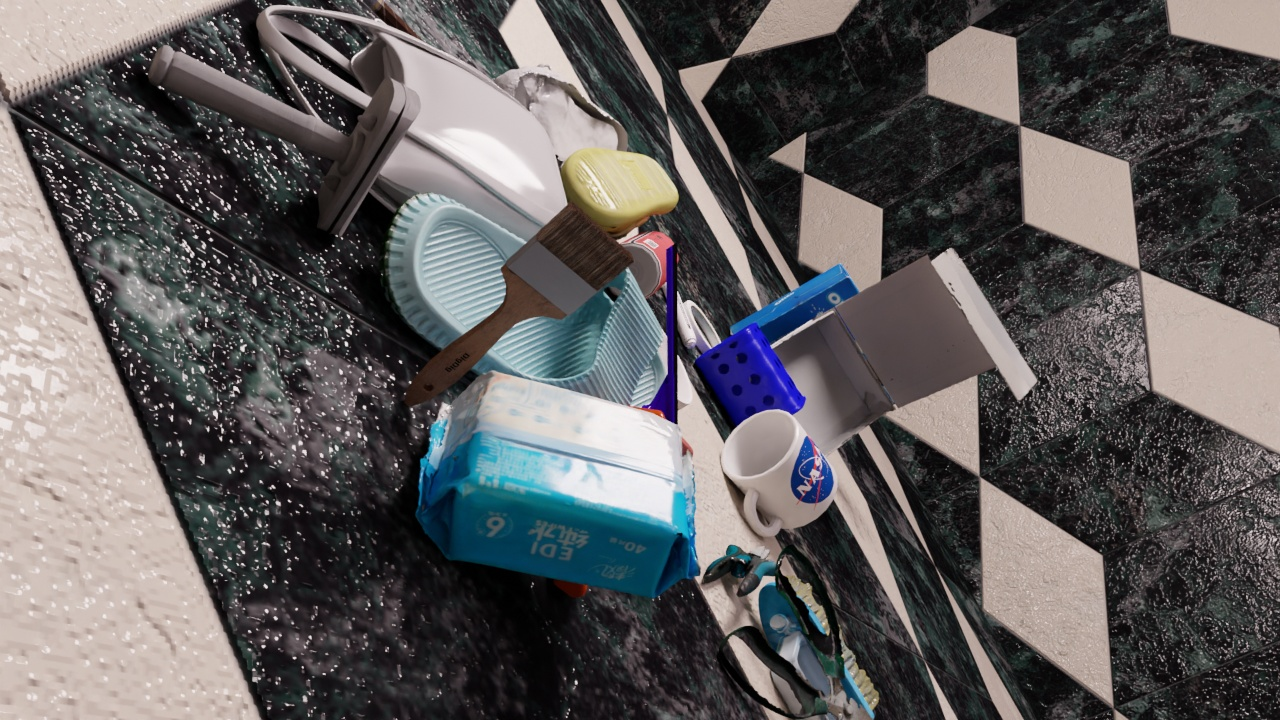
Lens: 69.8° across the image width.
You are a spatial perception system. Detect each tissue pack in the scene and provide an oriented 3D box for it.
[{"bbox_3d":[-0.041,0.063,0.470,0.144,0.062,0.092,15,35,-11],"label":"tissue pack"}]

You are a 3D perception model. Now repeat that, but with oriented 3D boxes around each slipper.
[{"bbox_3d":[-0.032,-0.174,0.978,0.091,0.082,0.190,56,33,5],"label":"slipper"},{"bbox_3d":[-0.050,-0.017,0.597,0.276,0.070,0.115,36,61,-46],"label":"slipper"},{"bbox_3d":[-0.088,-0.245,0.954,0.246,0.075,0.112,-3,94,-70],"label":"slipper"}]

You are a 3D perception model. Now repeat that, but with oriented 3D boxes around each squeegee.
[{"bbox_3d":[-0.014,0.076,0.583,0.184,0.055,0.250,-62,156,-53],"label":"squeegee"}]

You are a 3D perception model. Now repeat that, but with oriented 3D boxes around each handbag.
[{"bbox_3d":[-0.161,-0.165,0.631,0.222,0.096,0.215,30,29,-35],"label":"handbag"}]

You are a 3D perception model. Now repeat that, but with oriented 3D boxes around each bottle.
[{"bbox_3d":[0.007,-0.108,1.006,0.062,0.062,0.176,57,16,-5],"label":"bottle"}]

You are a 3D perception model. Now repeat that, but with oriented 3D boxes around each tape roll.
[{"bbox_3d":[0.081,-0.035,1.188,0.093,0.013,0.093,51,18,-24],"label":"tape roll"}]

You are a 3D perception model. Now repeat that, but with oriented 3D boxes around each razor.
[{"bbox_3d":[-0.185,-0.122,0.463,0.116,0.088,0.047,22,36,-34],"label":"razor"}]

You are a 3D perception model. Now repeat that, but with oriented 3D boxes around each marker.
[{"bbox_3d":[0.042,-0.067,1.124,0.020,0.017,0.133,3,48,-26],"label":"marker"}]

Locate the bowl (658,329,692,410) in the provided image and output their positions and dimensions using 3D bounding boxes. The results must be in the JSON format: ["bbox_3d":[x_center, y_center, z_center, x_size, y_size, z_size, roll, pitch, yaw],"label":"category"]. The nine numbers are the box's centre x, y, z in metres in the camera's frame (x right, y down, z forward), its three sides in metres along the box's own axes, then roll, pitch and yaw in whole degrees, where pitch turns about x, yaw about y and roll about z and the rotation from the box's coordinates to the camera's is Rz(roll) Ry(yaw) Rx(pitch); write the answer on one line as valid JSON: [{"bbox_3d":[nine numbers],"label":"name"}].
[{"bbox_3d":[-0.005,0.005,0.782,0.105,0.054,0.104,54,15,-22],"label":"bowl"}]

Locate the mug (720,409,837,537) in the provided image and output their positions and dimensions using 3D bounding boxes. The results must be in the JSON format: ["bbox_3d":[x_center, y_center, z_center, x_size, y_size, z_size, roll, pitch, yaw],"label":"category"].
[{"bbox_3d":[0.140,0.126,0.958,0.090,0.091,0.121,49,54,-32],"label":"mug"}]

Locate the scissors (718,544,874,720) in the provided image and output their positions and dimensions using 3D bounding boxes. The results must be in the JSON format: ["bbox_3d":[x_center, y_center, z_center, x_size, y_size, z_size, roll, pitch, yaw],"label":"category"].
[{"bbox_3d":[0.131,0.259,0.710,0.154,0.015,0.209,-19,79,-47],"label":"scissors"}]

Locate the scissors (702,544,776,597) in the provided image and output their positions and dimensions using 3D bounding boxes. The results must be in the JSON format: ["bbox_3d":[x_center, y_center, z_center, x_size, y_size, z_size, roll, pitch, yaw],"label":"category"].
[{"bbox_3d":[0.084,0.173,0.784,0.138,0.019,0.129,15,8,-26],"label":"scissors"}]

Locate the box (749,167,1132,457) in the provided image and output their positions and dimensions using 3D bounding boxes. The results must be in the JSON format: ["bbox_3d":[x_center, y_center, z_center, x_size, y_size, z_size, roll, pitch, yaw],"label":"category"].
[{"bbox_3d":[0.374,-0.047,1.200,0.167,0.507,0.148,58,12,1],"label":"box"}]

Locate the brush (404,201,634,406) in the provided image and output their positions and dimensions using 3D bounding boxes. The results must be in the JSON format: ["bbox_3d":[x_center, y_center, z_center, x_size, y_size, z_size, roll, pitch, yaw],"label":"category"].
[{"bbox_3d":[-0.069,-0.019,0.462,0.045,0.143,0.008,38,24,-32],"label":"brush"}]

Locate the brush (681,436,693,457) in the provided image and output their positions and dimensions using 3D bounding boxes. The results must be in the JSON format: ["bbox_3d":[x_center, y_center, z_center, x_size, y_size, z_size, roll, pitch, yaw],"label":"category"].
[{"bbox_3d":[-0.017,0.044,0.712,0.172,0.041,0.030,45,36,-34],"label":"brush"}]

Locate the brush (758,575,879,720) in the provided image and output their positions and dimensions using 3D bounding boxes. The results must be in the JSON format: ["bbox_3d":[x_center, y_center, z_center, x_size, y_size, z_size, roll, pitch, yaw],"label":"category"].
[{"bbox_3d":[0.138,0.250,0.770,0.075,0.056,0.136,-22,80,-52],"label":"brush"}]

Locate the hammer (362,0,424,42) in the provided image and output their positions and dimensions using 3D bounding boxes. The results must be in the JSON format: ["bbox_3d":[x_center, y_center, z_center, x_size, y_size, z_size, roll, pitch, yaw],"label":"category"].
[{"bbox_3d":[-0.190,-0.262,0.725,0.322,0.044,0.098,40,24,-49],"label":"hammer"}]

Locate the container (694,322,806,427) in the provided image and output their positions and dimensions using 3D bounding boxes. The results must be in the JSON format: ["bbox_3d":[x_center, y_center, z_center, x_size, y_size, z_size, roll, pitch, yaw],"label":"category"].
[{"bbox_3d":[0.131,0.024,1.102,0.113,0.085,0.084,58,15,1],"label":"container"}]

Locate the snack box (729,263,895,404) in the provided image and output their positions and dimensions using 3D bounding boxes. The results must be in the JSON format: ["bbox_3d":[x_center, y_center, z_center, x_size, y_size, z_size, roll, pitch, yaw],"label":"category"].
[{"bbox_3d":[0.279,-0.002,1.392,0.239,0.196,0.056,52,18,-24],"label":"snack box"}]
